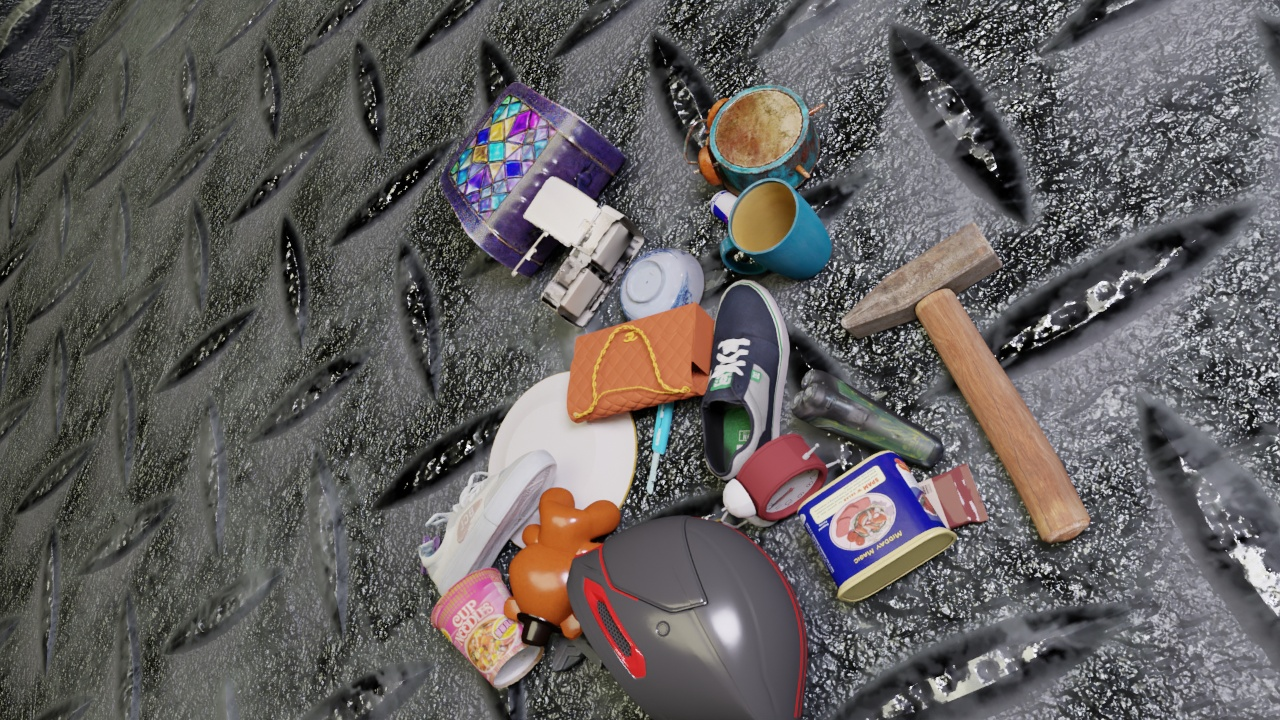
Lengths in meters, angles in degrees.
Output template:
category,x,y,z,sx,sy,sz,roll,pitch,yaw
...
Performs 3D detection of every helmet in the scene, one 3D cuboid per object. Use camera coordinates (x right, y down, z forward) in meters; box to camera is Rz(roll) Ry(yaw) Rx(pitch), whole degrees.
category,x,y,z,sx,sy,sz,roll,pitch,yaw
helmet,0.060,0.243,0.864,0.170,0.164,0.264,-42,58,7

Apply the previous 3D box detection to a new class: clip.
category,x,y,z,sx,sy,sz,roll,pitch,yaw
clip,-0.274,0.254,1.195,0.035,0.013,0.051,-9,70,34

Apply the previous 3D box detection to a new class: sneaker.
category,x,y,z,sx,sy,sz,roll,pitch,yaw
sneaker,0.103,0.016,0.973,0.084,0.079,0.235,-10,67,33
sneaker,-0.191,0.181,1.085,0.091,0.089,0.243,44,116,17

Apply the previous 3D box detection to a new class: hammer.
category,x,y,z,sx,sy,sz,roll,pitch,yaw
hammer,0.312,0.030,0.846,0.158,0.037,0.300,-34,56,21

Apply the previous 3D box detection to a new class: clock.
category,x,y,z,sx,sy,sz,roll,pitch,yaw
clock,0.126,-0.247,1.056,0.158,0.073,0.121,7,73,24
clock,0.132,0.124,0.908,0.125,0.087,0.044,-44,54,9

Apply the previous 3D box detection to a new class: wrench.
category,x,y,z,sx,sy,sz,roll,pitch,yaw
wrench,0.003,0.255,0.991,0.274,0.022,0.073,-45,46,14

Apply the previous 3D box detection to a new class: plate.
category,x,y,z,sx,sy,sz,roll,pitch,yaw
plate,-0.105,0.121,1.118,0.230,0.021,0.229,-13,66,31

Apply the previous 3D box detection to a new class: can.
category,x,y,z,sx,sy,sz,roll,pitch,yaw
can,0.212,0.151,0.842,0.116,0.056,0.092,-38,54,18
can,0.119,-0.163,1.058,0.032,0.032,0.095,-52,52,8

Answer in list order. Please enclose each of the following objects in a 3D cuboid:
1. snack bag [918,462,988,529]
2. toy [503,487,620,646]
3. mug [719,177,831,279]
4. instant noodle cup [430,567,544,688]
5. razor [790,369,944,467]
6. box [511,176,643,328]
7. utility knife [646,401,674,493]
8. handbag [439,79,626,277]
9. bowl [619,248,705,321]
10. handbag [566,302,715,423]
category,x,y,z,sx,sy,sz,roll,pitch,yaw
snack bag,0.242,0.151,0.866,0.158,0.013,0.057,-27,58,24
toy,-0.093,0.229,1.020,0.112,0.096,0.175,13,63,22
mug,0.142,-0.127,0.983,0.112,0.104,0.084,-26,60,28
instant noodle cup,-0.171,0.311,1.053,0.108,0.097,0.098,42,99,30
razor,0.217,0.059,0.887,0.151,0.067,0.054,28,94,31
box,-0.099,-0.142,1.088,0.106,0.193,0.143,34,88,21
utility knife,0.027,0.078,1.045,0.022,0.015,0.151,-1,72,37
handbag,-0.138,-0.235,1.209,0.205,0.125,0.222,-49,50,10
bowl,0.016,-0.088,1.095,0.114,0.045,0.114,-13,66,31
handbag,-0.006,0.006,1.049,0.172,0.060,0.108,-15,52,33
